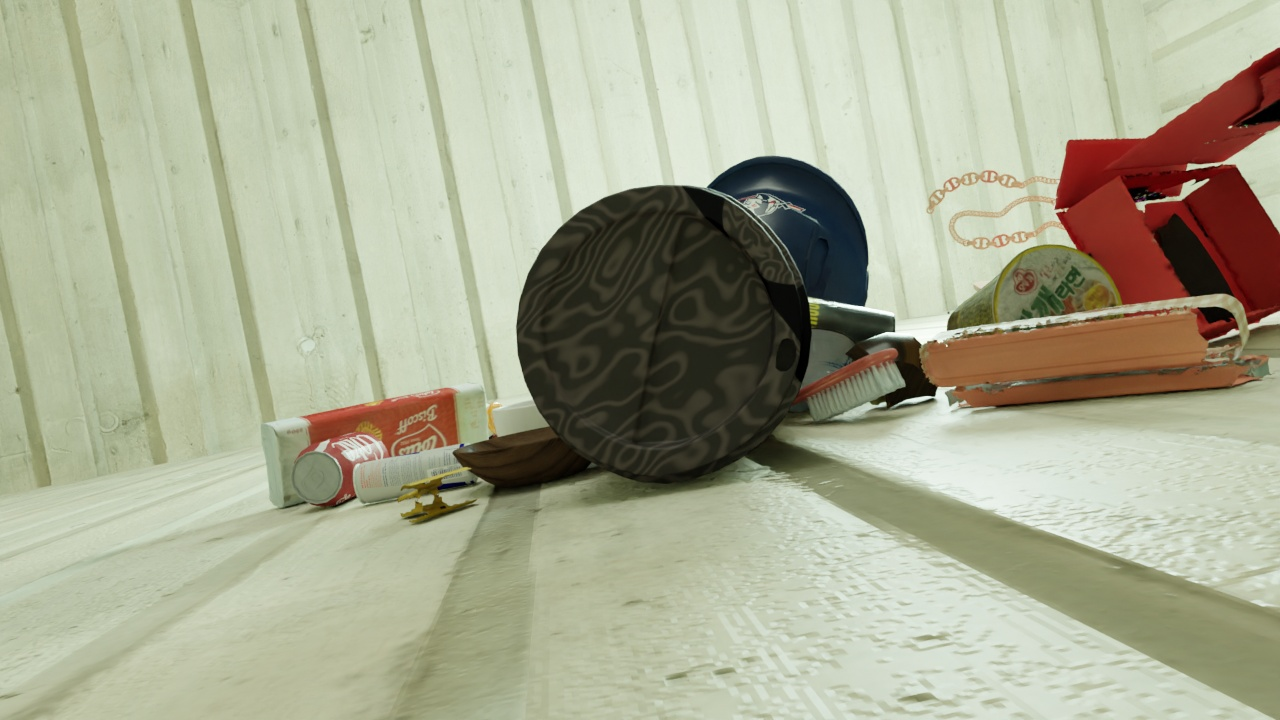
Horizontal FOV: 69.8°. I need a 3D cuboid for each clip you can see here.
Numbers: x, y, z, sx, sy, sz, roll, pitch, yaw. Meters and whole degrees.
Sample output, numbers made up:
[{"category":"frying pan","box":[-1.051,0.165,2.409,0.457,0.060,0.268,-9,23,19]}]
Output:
[{"category":"clip","box":[-0.136,0.092,0.595,0.054,0.045,0.049,-14,-41,-54]}]

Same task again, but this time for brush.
[{"category":"brush","box":[0.131,0.032,0.694,0.040,0.030,0.173,-14,-11,-34]}]

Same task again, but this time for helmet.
[{"category":"helmet","box":[0.138,-0.097,1.045,0.233,0.272,0.222,6,1,23]}]

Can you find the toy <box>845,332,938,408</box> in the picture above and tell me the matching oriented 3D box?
[{"category":"toy","box":[0.195,0.004,0.722,0.076,0.063,0.100,24,16,-4]}]

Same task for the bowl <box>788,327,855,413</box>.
[{"category":"bowl","box":[0.125,0.015,0.767,0.114,0.045,0.114,-2,-21,-1]}]

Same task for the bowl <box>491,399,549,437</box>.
[{"category":"bowl","box":[-0.071,0.057,0.785,0.105,0.054,0.105,-12,3,0]}]

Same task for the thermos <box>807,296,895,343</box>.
[{"category":"thermos","box":[0.131,-0.026,0.899,0.221,0.098,0.098,8,4,7]}]

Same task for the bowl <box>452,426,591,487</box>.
[{"category":"bowl","box":[-0.075,0.070,0.671,0.119,0.032,0.119,-11,1,0]}]

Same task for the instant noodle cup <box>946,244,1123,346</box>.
[{"category":"instant noodle cup","box":[0.287,-0.026,0.696,0.102,0.102,0.108,-11,-7,-9]}]

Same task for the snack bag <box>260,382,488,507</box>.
[{"category":"snack bag","box":[-0.246,0.077,0.884,0.224,0.077,0.041,-11,12,-41]}]

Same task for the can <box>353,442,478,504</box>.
[{"category":"can","box":[-0.174,0.088,0.718,0.095,0.032,0.032,-11,1,1]}]

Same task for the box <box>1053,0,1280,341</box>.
[{"category":"box","box":[0.411,-0.212,0.711,0.211,0.410,0.108,-11,4,-35]}]

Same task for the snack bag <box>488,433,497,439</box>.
[{"category":"snack bag","box":[-0.106,0.078,1.031,0.074,0.018,0.156,-13,0,-37]}]

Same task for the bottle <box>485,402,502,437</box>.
[{"category":"bottle","box":[-0.204,0.072,1.041,0.109,0.063,0.063,-12,0,26]}]

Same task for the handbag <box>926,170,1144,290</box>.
[{"category":"handbag","box":[0.367,-0.098,0.804,0.199,0.187,0.116,-4,7,7]}]

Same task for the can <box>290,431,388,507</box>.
[{"category":"can","box":[-0.255,0.092,0.782,0.054,0.054,0.096,-11,1,6]}]

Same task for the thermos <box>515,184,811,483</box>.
[{"category":"thermos","box":[0.027,-0.011,0.616,0.173,0.172,0.226,-11,-5,9]}]

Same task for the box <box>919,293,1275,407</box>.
[{"category":"box","box":[0.265,-0.003,0.554,0.078,0.054,0.187,30,-25,-37]}]
